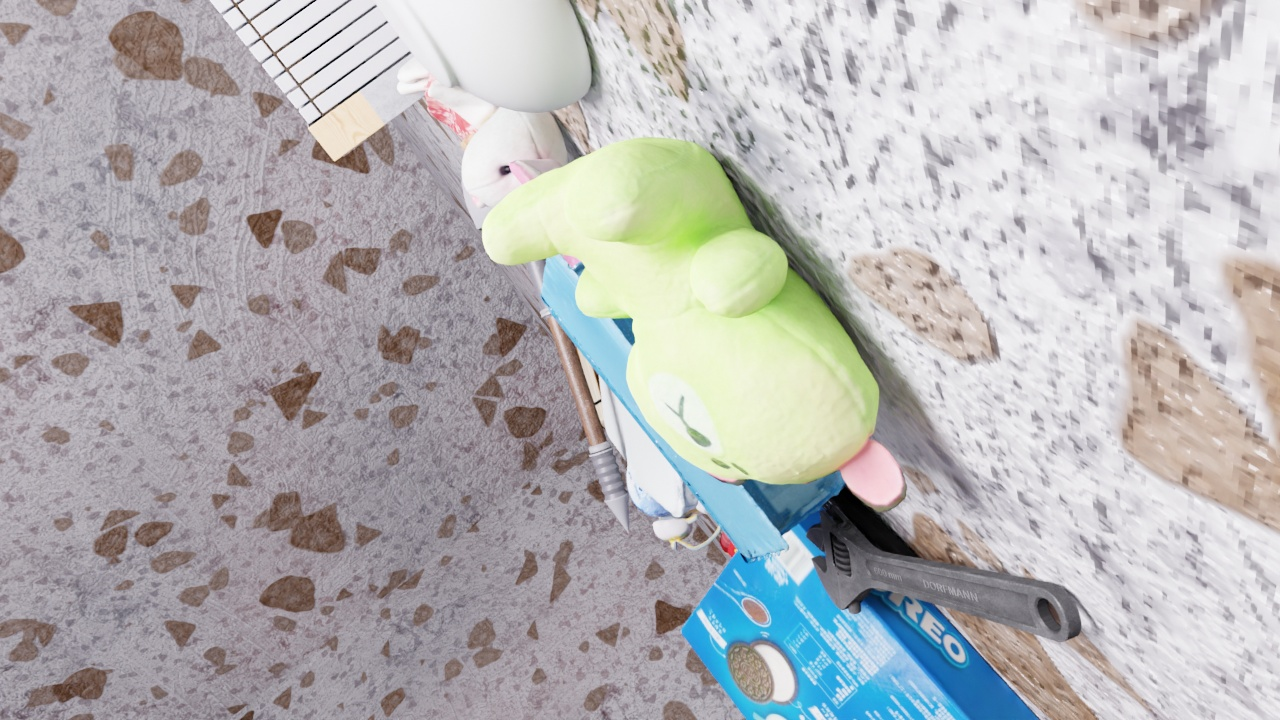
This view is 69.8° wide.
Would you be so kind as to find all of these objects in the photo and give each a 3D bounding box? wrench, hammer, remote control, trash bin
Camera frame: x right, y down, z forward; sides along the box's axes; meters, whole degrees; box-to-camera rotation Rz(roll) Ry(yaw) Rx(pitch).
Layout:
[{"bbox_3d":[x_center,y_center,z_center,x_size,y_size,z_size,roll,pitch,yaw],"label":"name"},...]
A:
[{"bbox_3d":[0.156,0.125,0.526,0.273,0.018,0.073,156,98,-76],"label":"wrench"},{"bbox_3d":[-0.062,-0.006,0.790,0.156,0.043,0.322,-17,-92,-78],"label":"hammer"},{"bbox_3d":[0.139,0.096,0.644,0.150,0.022,0.047,46,171,31],"label":"remote control"},{"bbox_3d":[-0.264,-0.304,0.715,0.247,0.142,0.142,55,174,-25],"label":"trash bin"}]

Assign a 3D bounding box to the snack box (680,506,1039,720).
[{"bbox_3d":[0.154,0.243,0.709,0.239,0.056,0.196,49,134,26],"label":"snack box"}]

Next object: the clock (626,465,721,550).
[{"bbox_3d":[0.038,0.117,0.854,0.052,0.089,0.125,21,-143,-45],"label":"clock"}]

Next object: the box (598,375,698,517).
[{"bbox_3d":[-0.008,0.006,0.762,0.191,0.045,0.210,-138,38,-60],"label":"box"}]

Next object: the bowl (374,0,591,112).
[{"bbox_3d":[-0.104,-0.200,0.488,0.176,0.066,0.177,51,174,7],"label":"bowl"}]

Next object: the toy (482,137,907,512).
[{"bbox_3d":[0.031,-0.021,0.428,0.197,0.107,0.150,45,155,-24],"label":"toy"}]

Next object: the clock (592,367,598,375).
[{"bbox_3d":[0.010,0.025,0.943,0.158,0.072,0.120,54,174,-20],"label":"clock"}]

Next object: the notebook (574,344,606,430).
[{"bbox_3d":[0.007,0.071,1.075,0.249,0.014,0.178,44,-160,-45],"label":"notebook"}]

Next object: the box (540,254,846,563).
[{"bbox_3d":[0.035,0.011,0.581,0.231,0.094,0.112,52,172,8],"label":"box"}]

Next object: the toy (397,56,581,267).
[{"bbox_3d":[-0.101,-0.155,0.659,0.194,0.084,0.159,50,177,10],"label":"toy"}]

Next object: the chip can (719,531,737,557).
[{"bbox_3d":[0.168,0.210,0.792,0.213,0.087,0.087,48,173,28],"label":"chip can"}]
